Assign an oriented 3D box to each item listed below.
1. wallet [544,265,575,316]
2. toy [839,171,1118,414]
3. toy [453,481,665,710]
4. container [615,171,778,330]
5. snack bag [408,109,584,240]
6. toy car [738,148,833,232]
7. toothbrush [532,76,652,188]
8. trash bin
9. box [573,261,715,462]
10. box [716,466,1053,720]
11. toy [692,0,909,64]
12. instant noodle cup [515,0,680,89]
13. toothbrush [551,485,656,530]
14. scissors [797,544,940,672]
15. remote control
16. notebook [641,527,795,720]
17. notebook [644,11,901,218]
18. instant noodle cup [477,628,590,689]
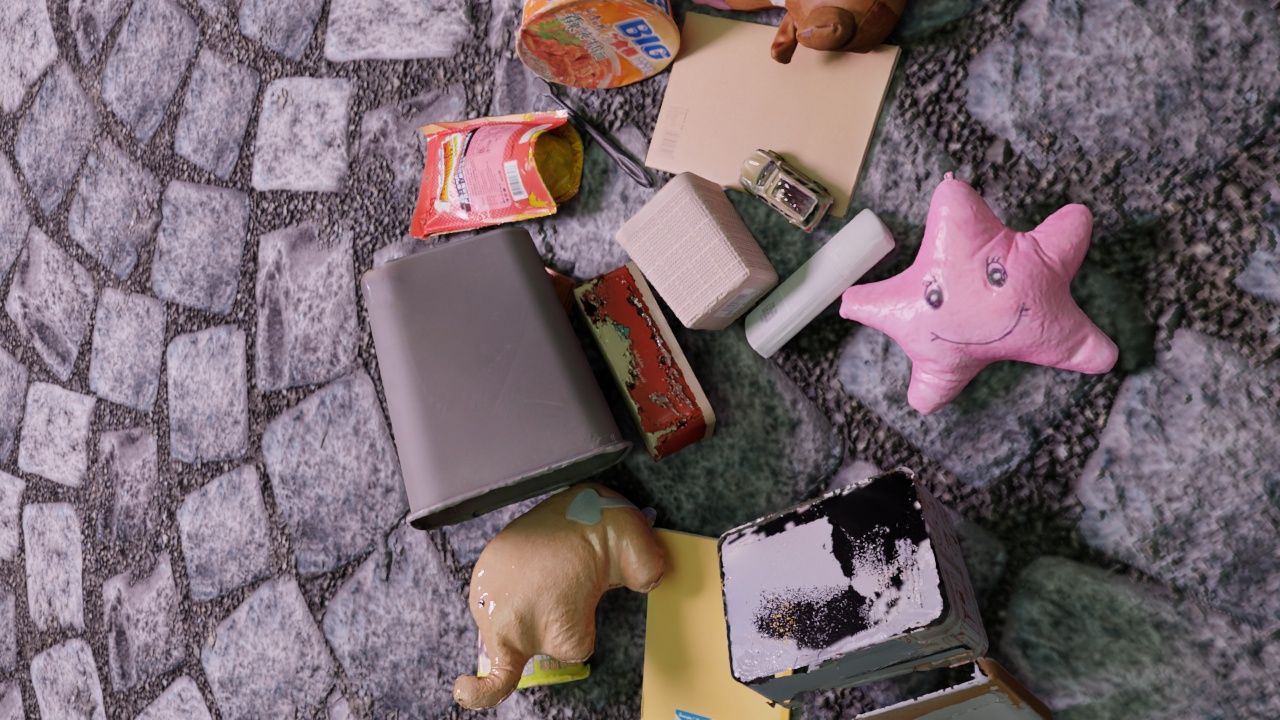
[{"bbox_3d":[-0.133,-0.059,0.954,0.132,0.031,0.108,29,104,26],"label":"wallet"},{"bbox_3d":[0.248,-0.054,0.703,0.195,0.074,0.178,-14,94,27],"label":"toy"},{"bbox_3d":[-0.088,0.204,0.815,0.225,0.083,0.143,-42,57,-19],"label":"toy"},{"bbox_3d":[0.054,-0.092,0.815,0.090,0.089,0.111,-41,73,22],"label":"container"},{"bbox_3d":[-0.161,-0.197,0.960,0.208,0.073,0.128,0,83,35],"label":"snack bag"},{"bbox_3d":[0.123,-0.150,0.797,0.090,0.035,0.042,43,109,26],"label":"toy car"},{"bbox_3d":[-0.048,-0.230,0.921,0.181,0.018,0.016,46,109,21],"label":"toothbrush"},{"bbox_3d":[-0.139,0.020,0.827,0.199,0.199,0.219,-18,79,-11],"label":"trash bin"},{"bbox_3d":[-0.005,0.005,0.829,0.077,0.091,0.168,-25,73,-7],"label":"box"},{"bbox_3d":[0.186,0.210,0.719,0.181,0.205,0.157,-29,38,26],"label":"box"},{"bbox_3d":[0.125,-0.331,0.767,0.140,0.130,0.199,-55,51,15],"label":"toy"},{"bbox_3d":[-0.041,-0.339,0.851,0.152,0.151,0.111,-10,75,29],"label":"instant noodle cup"},{"bbox_3d":[-0.069,0.131,0.915,0.190,0.020,0.029,16,55,30],"label":"toothbrush"},{"bbox_3d":[0.175,0.196,0.777,0.164,0.014,0.165,-14,83,31],"label":"scissors"},{"bbox_3d":[0.150,-0.064,0.780,0.150,0.021,0.058,-44,25,22],"label":"remote control"},{"bbox_3d":[0.068,0.263,0.827,0.146,0.010,0.206,4,93,28],"label":"notebook"},{"bbox_3d":[0.111,-0.226,0.830,0.212,0.012,0.149,21,100,29],"label":"notebook"},{"bbox_3d":[-0.110,0.250,0.889,0.112,0.111,0.123,-16,72,28],"label":"instant noodle cup"}]
